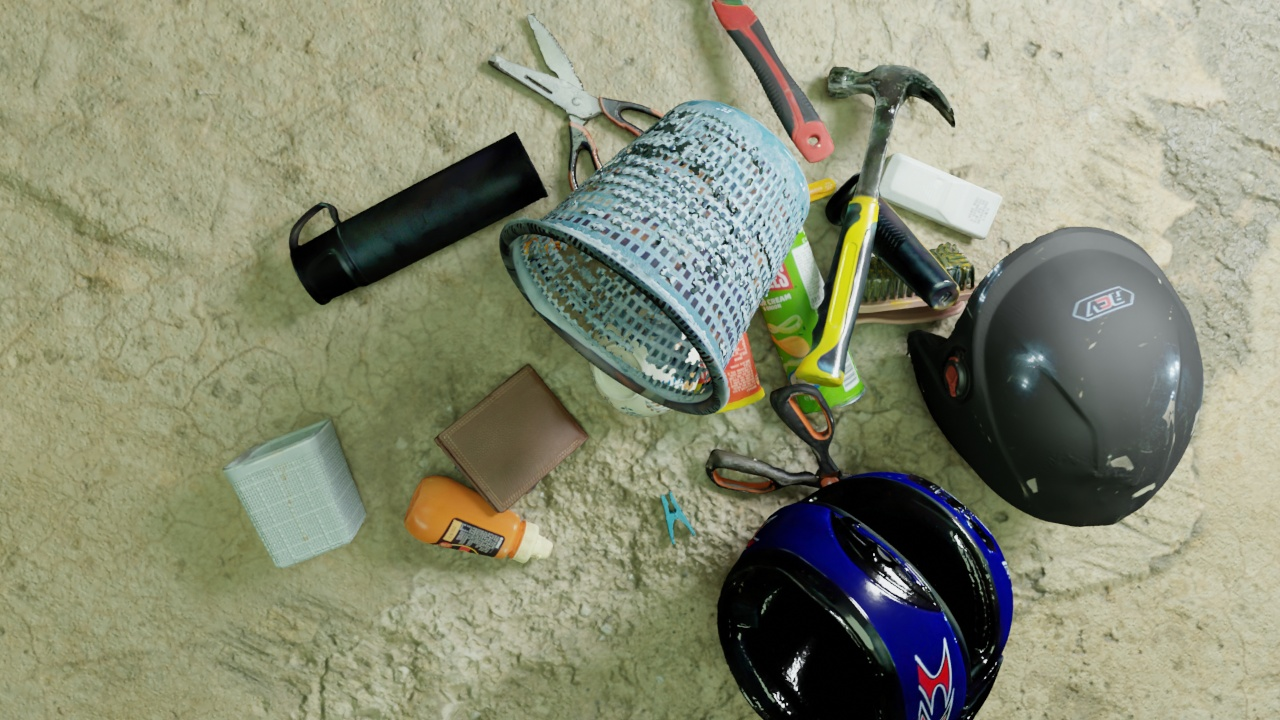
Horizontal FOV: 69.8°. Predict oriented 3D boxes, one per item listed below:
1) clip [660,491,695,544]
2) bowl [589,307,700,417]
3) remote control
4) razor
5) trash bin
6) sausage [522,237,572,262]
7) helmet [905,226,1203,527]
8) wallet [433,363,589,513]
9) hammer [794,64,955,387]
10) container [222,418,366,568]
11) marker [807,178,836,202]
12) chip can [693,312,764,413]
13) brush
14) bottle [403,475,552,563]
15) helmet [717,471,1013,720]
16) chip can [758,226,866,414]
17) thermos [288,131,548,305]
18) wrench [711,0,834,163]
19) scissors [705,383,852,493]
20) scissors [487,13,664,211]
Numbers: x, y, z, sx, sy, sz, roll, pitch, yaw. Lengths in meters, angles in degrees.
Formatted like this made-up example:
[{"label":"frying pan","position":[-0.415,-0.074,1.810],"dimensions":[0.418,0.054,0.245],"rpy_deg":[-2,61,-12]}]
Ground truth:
[{"label":"clip","position":[0.035,0.163,0.956],"dimensions":[0.038,0.013,0.055],"rpy_deg":[-23,97,-2]},{"label":"bowl","position":[-0.005,0.005,0.884],"dimensions":[0.114,0.062,0.113],"rpy_deg":[9,109,28]},{"label":"remote control","position":[0.304,-0.168,0.936],"dimensions":[0.125,0.024,0.049],"rpy_deg":[21,95,-7]},{"label":"razor","position":[0.246,-0.112,0.885],"dimensions":[0.062,0.067,0.167],"rpy_deg":[-48,53,21]},{"label":"trash bin","position":[0.030,-0.098,0.765],"dimensions":[0.226,0.227,0.194],"rpy_deg":[41,71,-8]},{"label":"sausage","position":[-0.057,-0.124,0.887],"dimensions":[0.165,0.021,0.021],"rpy_deg":[-17,98,22]},{"label":"helmet","position":[0.400,0.017,0.863],"dimensions":[0.233,0.230,0.275],"rpy_deg":[-17,136,-3]},{"label":"wallet","position":[-0.126,0.077,0.911],"dimensions":[0.124,0.032,0.101],"rpy_deg":[-41,97,-20]},{"label":"hammer","position":[0.207,-0.131,0.856],"dimensions":[0.126,0.032,0.322],"rpy_deg":[9,76,26]},{"label":"container","position":[-0.328,0.129,0.887],"dimensions":[0.090,0.090,0.111],"rpy_deg":[-20,100,-2]},{"label":"marker","position":[0.139,-0.158,0.928],"dimensions":[0.124,0.015,0.018],"rpy_deg":[-19,92,0]},{"label":"chip can","position":[0.061,-0.057,0.904],"dimensions":[0.073,0.073,0.216],"rpy_deg":[-16,98,-3]},{"label":"brush","position":[0.261,-0.069,0.928],"dimensions":[0.145,0.063,0.073],"rpy_deg":[-9,127,-3]},{"label":"bottle","position":[-0.158,0.167,0.919],"dimensions":[0.149,0.067,0.067],"rpy_deg":[24,94,-15]},{"label":"helmet","position":[0.216,0.218,0.839],"dimensions":[0.239,0.316,0.247],"rpy_deg":[-35,60,-26]},{"label":"chip can","position":[0.150,-0.064,0.904],"dimensions":[0.072,0.072,0.236],"rpy_deg":[-24,102,-2]},{"label":"thermos","position":[-0.216,-0.144,0.874],"dimensions":[0.242,0.068,0.090],"rpy_deg":[-26,94,-1]},{"label":"wrench","position":[0.102,-0.306,0.881],"dimensions":[0.056,0.016,0.273],"rpy_deg":[-34,85,-2]},{"label":"scissors","position":[0.176,0.109,0.927],"dimensions":[0.221,0.021,0.229],"rpy_deg":[-3,125,9]},{"label":"scissors","position":[-0.047,-0.236,0.904],"dimensions":[0.189,0.015,0.226],"rpy_deg":[-7,97,-4]}]
